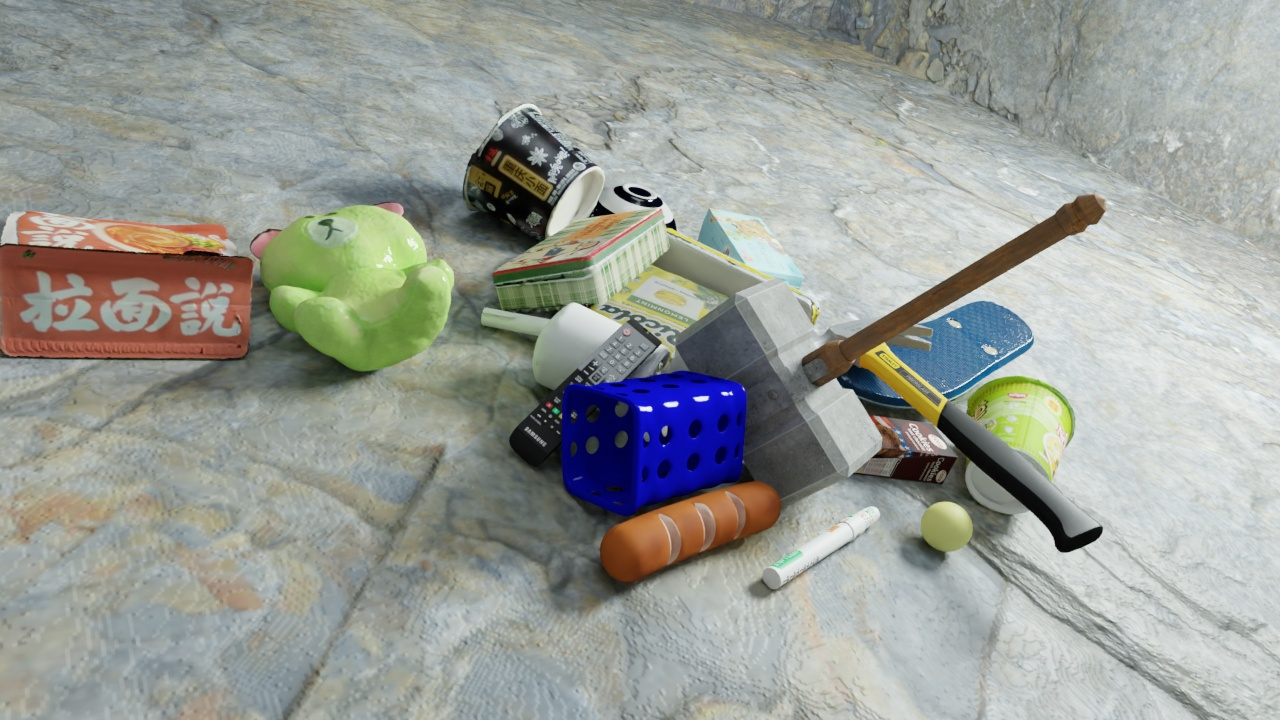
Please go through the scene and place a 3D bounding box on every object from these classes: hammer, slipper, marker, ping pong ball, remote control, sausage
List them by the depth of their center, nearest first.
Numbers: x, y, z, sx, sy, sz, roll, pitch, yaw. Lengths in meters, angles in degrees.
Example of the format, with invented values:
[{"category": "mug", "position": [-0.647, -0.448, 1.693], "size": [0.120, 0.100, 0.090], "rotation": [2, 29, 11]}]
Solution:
[{"category": "sausage", "position": [0.037, 0.118, 0.650], "size": [0.163, 0.039, 0.045], "rotation": [-10, 6, -41]}, {"category": "hammer", "position": [0.186, -0.027, 0.668], "size": [0.082, 0.319, 0.162], "rotation": [-24, 81, -50]}, {"category": "marker", "position": [0.141, 0.140, 0.699], "size": [0.017, 0.017, 0.145], "rotation": [37, 34, 30]}, {"category": "remote control", "position": [-0.041, 0.023, 0.714], "size": [0.033, 0.015, 0.146], "rotation": [40, 69, 15]}, {"category": "ping pong ball", "position": [0.248, 0.135, 0.744], "size": [0.040, 0.040, 0.040], "rotation": [14, 29, -8]}, {"category": "hammer", "position": [0.270, 0.051, 0.807], "size": [0.127, 0.029, 0.323], "rotation": [-19, 38, -16]}, {"category": "marker", "position": [-0.081, -0.030, 0.836], "size": [0.133, 0.020, 0.017], "rotation": [11, 60, 10]}, {"category": "slipper", "position": [0.315, 0.004, 0.989], "size": [0.294, 0.060, 0.118], "rotation": [-17, 47, -33]}]

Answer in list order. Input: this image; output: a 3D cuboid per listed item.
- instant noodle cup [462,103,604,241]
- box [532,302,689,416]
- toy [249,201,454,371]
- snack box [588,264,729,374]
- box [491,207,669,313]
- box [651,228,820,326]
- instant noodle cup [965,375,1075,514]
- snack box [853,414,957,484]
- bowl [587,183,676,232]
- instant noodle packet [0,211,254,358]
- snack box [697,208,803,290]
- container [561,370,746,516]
[{"category": "instant noodle cup", "position": [-0.114, -0.201, 1.034], "size": [0.112, 0.138, 0.137], "rotation": [35, 32, 12]}, {"category": "box", "position": [-0.002, 0.004, 0.791], "size": [0.156, 0.085, 0.125], "rotation": [26, 23, 11]}, {"category": "toy", "position": [-0.233, -0.061, 0.759], "size": [0.150, 0.107, 0.197], "rotation": [-19, 32, -15]}, {"category": "snack box", "position": [0.022, -0.042, 0.916], "size": [0.121, 0.045, 0.180], "rotation": [23, 29, 8]}, {"category": "box", "position": [-0.055, -0.104, 0.931], "size": [0.118, 0.051, 0.205], "rotation": [-2, 21, 25]}, {"category": "box", "position": [0.093, -0.080, 1.001], "size": [0.210, 0.064, 0.037], "rotation": [28, 25, 17]}, {"category": "instant noodle cup", "position": [0.344, 0.082, 0.844], "size": [0.099, 0.099, 0.107], "rotation": [25, 37, 13]}, {"category": "snack box", "position": [0.209, 0.077, 0.831], "size": [0.140, 0.032, 0.051], "rotation": [8, 30, -17]}, {"category": "bowl", "position": [-0.009, -0.173, 1.103], "size": [0.120, 0.066, 0.120], "rotation": [14, 29, -8]}, {"category": "instant noodle packet", "position": [-0.412, -0.080, 0.741], "size": [0.164, 0.084, 0.221], "rotation": [0, 22, -29]}, {"category": "snack box", "position": [0.130, -0.124, 1.112], "size": [0.075, 0.053, 0.174], "rotation": [7, 30, -18]}, {"category": "container", "position": [0.012, 0.056, 0.684], "size": [0.113, 0.085, 0.084], "rotation": [-8, 15, -41]}]
